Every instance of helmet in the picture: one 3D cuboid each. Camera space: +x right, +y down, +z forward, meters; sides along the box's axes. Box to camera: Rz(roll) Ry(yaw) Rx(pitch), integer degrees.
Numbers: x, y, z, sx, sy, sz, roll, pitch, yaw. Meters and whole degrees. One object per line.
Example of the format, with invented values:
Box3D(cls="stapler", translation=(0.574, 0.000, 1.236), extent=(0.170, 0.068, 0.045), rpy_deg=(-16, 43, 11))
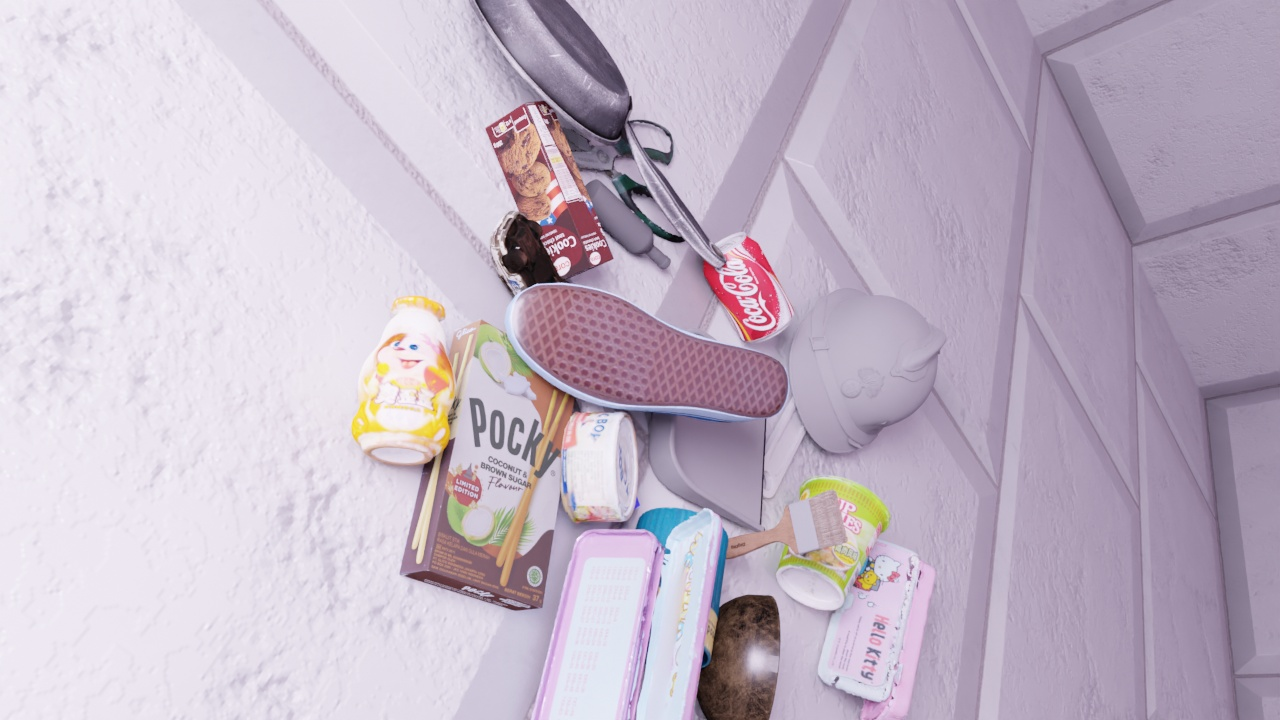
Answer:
Box3D(cls="helmet", translation=(0.286, -0.001, 1.058), extent=(0.270, 0.118, 0.183), rpy_deg=(-32, 103, -48))

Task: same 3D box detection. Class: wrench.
Box3D(cls="wrench", translation=(0.184, 0.066, 1.026), extent=(0.087, 0.018, 0.272), rpy_deg=(57, 42, -20))

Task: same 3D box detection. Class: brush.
Box3D(cls="brush", translation=(0.114, 0.156, 0.805), extent=(0.008, 0.143, 0.045), rpy_deg=(17, 55, -47))

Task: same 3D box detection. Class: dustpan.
Box3D(cls="dustpan", translation=(0.045, 0.044, 0.851), extent=(0.257, 0.033, 0.162), rpy_deg=(29, 55, -35))

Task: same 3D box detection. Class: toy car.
Box3D(cls="toy car", translation=(-0.089, -0.067, 0.737), extent=(0.113, 0.041, 0.048), rpy_deg=(64, 36, -39))

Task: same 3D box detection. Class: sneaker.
Box3D(cls="sneaker", translation=(-0.004, 0.004, 0.742), extent=(0.241, 0.098, 0.083), rpy_deg=(16, 80, -23))

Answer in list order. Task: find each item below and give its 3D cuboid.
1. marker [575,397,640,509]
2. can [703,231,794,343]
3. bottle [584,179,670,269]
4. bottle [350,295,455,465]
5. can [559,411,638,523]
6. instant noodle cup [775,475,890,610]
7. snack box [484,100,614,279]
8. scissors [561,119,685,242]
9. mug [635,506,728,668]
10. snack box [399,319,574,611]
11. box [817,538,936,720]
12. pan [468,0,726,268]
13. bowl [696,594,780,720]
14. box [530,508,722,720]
Box3D(cls="marker", translation=(-0.034, 0.058, 0.765), extent=(0.020, 0.020, 0.141), rpy_deg=(-24, 94, -51))
Box3D(cls="can", translation=(0.111, -0.076, 0.954), extent=(0.105, 0.064, 0.064), rpy_deg=(59, 41, -16))
Box3D(cls="bottle", translation=(-0.011, -0.121, 0.854), extent=(0.113, 0.030, 0.030), rpy_deg=(39, 49, -34))
Box3D(cls="bottle", translation=(-0.153, 0.012, 0.607), extent=(0.063, 0.063, 0.108), rpy_deg=(25, 58, -42))
Box3D(cls="can", translation=(-0.031, 0.083, 0.712), extent=(0.086, 0.043, 0.086), rpy_deg=(-1, 89, -78))
Box3D(cls="instant noodle cup", translation=(0.190, 0.188, 0.931), extent=(0.099, 0.099, 0.107), rpy_deg=(52, 50, -23))
Box3D(cls="snack box", translation=(-0.076, -0.139, 0.766), extent=(0.031, 0.051, 0.141), rpy_deg=(-28, 98, -51))
Box3D(cls="scissors", translation=(-0.014, -0.168, 0.882), extent=(0.209, 0.015, 0.146), rpy_deg=(-16, 90, -52))
Box3D(cls="mug", translation=(0.027, 0.192, 0.750), extent=(0.114, 0.083, 0.107), rpy_deg=(73, 24, -49))
Box3D(cls="snack box", translation=(-0.104, 0.076, 0.665), extent=(0.101, 0.032, 0.185), rpy_deg=(32, 53, -39))
Box3D(cls="box", translation=(0.251, 0.291, 0.999), extent=(0.102, 0.087, 0.201), rpy_deg=(26, 45, 6))
Box3D(cls="pan", translation=(-0.021, -0.212, 0.823), extent=(0.357, 0.055, 0.187), rpy_deg=(42, 24, -27))
Box3D(cls="bowl", translation=(0.074, 0.253, 0.766), extent=(0.056, 0.121, 0.121), rpy_deg=(10, 60, -2))
Box3D(cls="box", translation=(-0.008, 0.212, 0.635), extent=(0.049, 0.150, 0.213), rpy_deg=(36, 51, -32))
